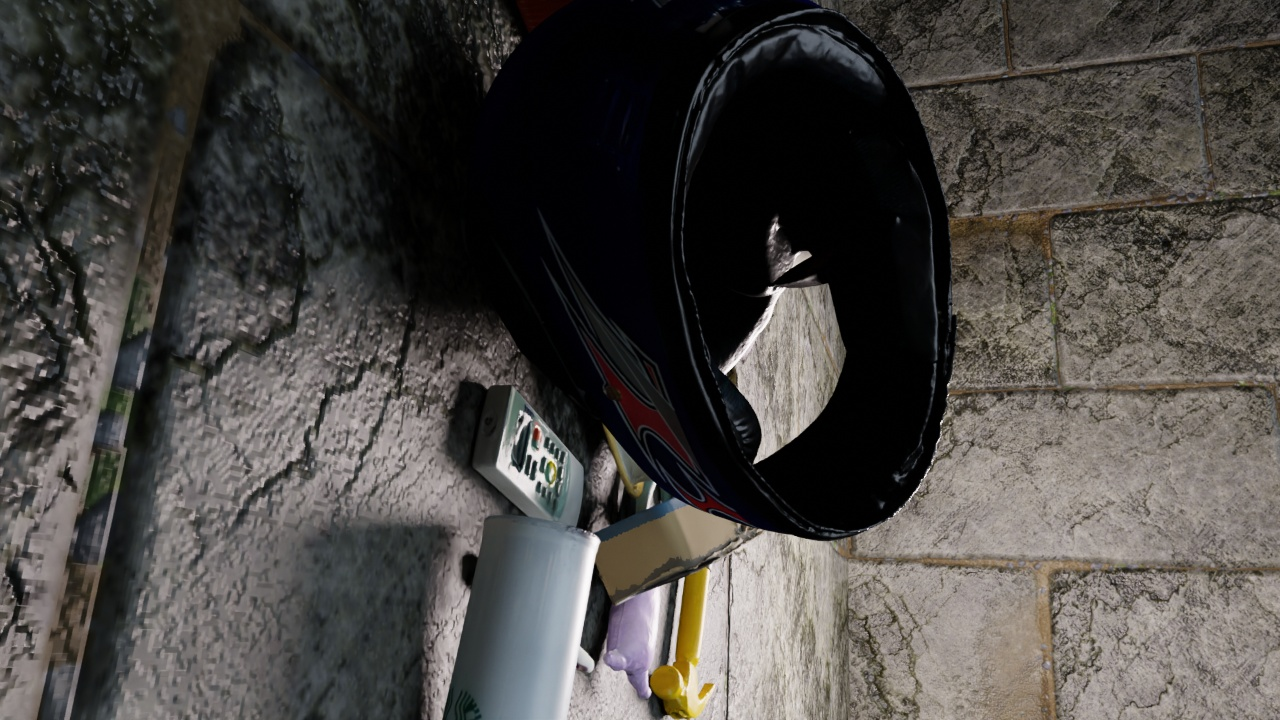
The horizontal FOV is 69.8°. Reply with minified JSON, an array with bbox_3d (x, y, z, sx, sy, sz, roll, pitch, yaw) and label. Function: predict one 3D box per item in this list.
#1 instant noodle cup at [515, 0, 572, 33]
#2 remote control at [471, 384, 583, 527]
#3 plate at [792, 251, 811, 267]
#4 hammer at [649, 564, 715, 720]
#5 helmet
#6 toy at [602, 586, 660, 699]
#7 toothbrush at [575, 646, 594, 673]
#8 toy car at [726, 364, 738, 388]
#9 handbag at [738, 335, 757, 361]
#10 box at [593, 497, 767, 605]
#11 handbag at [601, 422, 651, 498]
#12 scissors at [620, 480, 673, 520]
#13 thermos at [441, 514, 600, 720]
[{"bbox_3d":[-0.039,-0.282,0.638,0.189,0.079,0.164,68,26,-48],"label":"instant noodle cup"},{"bbox_3d":[-0.069,0.070,0.598,0.135,0.019,0.056,60,33,-55],"label":"remote control"},{"bbox_3d":[0.119,-0.200,0.997,0.265,0.034,0.162,59,-5,11],"label":"plate"},{"bbox_3d":[0.059,0.217,0.951,0.129,0.033,0.300,64,30,-52],"label":"hammer"},{"bbox_3d":[0.029,-0.062,0.547,0.246,0.241,0.316,-32,116,-26],"label":"helmet"},{"bbox_3d":[-0.003,0.211,0.747,0.084,0.039,0.107,62,25,-43],"label":"toy"},{"bbox_3d":[-0.065,0.174,0.605,0.188,0.016,0.017,66,36,-49],"label":"toothbrush"},{"bbox_3d":[0.065,0.009,0.869,0.158,0.042,0.070,-111,-166,-44],"label":"toy car"},{"bbox_3d":[0.077,-0.107,0.958,0.197,0.098,0.144,64,35,-50],"label":"handbag"},{"bbox_3d":[0.032,0.139,0.733,0.184,0.090,0.061,-1,65,-61],"label":"box"},{"bbox_3d":[-0.005,0.005,0.764,0.178,0.063,0.163,-93,170,-55],"label":"handbag"},{"bbox_3d":[0.014,0.132,0.848,0.177,0.019,0.170,-19,107,-70],"label":"scissors"},{"bbox_3d":[-0.075,0.197,0.479,0.073,0.073,0.223,53,43,-60],"label":"thermos"}]
